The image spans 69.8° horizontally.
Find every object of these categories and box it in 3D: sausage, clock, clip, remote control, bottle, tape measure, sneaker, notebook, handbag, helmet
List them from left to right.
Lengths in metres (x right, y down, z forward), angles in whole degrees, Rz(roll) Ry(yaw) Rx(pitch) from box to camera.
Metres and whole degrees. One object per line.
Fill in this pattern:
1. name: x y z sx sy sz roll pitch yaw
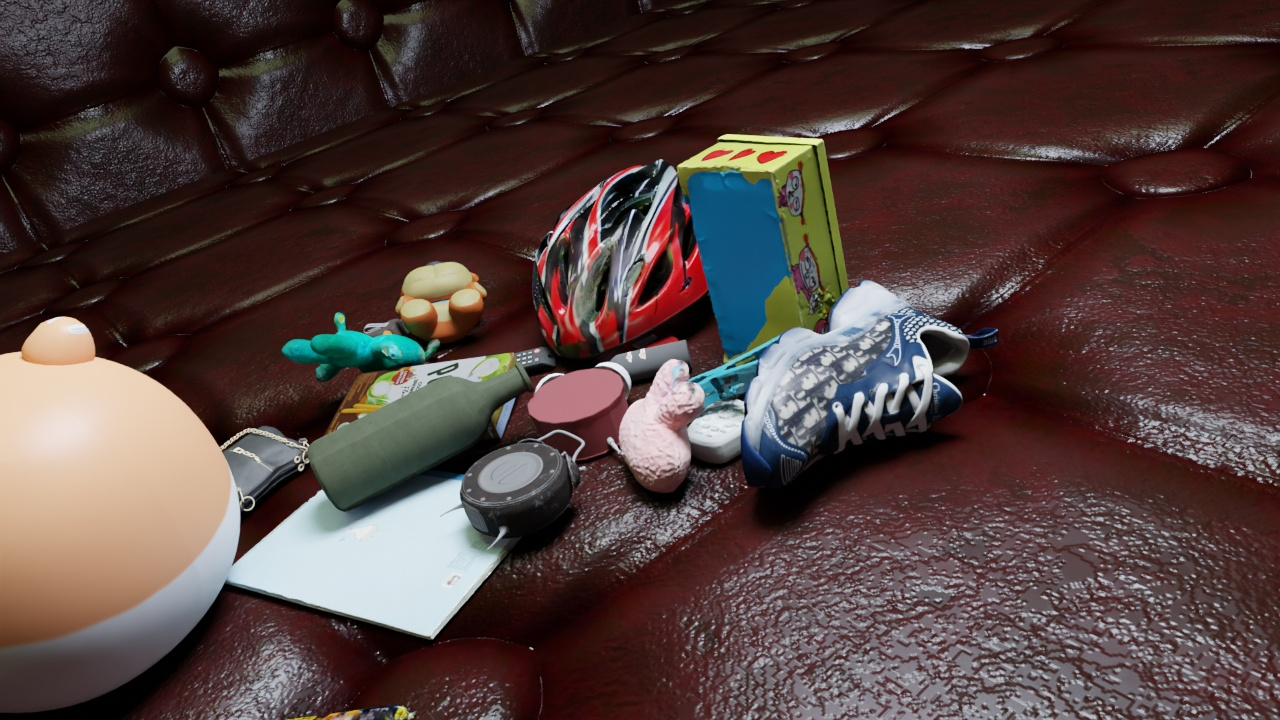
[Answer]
1. handbag: -0.391 0.114 0.927 0.079 0.054 0.128 14 35 25
2. sausage: -0.224 0.249 0.615 0.155 0.020 0.020 -11 28 9
3. tape measure: -0.326 -0.030 1.152 0.059 0.038 0.058 -22 17 -2
4. notebook: -0.219 0.152 0.800 0.254 0.009 0.180 3 32 31
5. bottle: -0.198 0.062 0.849 0.206 0.071 0.071 -27 30 -11
6. remote control: -0.167 0.013 1.021 0.147 0.015 0.033 -14 33 4
7. clock: -0.098 0.107 0.763 0.122 0.044 0.091 -33 34 -31
8. clock: -0.055 0.045 0.872 0.096 0.048 0.137 -12 28 6
9. helmet: -0.019 -0.113 1.043 0.218 0.167 0.271 -7 37 41
10. bottle: -0.006 0.005 0.939 0.113 0.030 0.030 -13 28 6
11. tape measure: 0.010 -0.013 0.976 0.051 0.019 0.059 -27 29 -21
12. clip: 0.068 0.023 0.799 0.120 0.027 0.103 -25 4 30
13. remote control: 0.088 0.050 0.811 0.114 0.028 0.060 -34 33 -32
14. sneaker: 0.188 0.025 0.747 0.132 0.103 0.268 17 38 36

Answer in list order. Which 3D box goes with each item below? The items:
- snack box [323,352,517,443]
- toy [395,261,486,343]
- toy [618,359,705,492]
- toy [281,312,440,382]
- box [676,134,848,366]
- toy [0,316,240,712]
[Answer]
1. snack box: -0.224 0.047 0.956 0.186 0.032 0.100 -7 38 15
2. toy: -0.252 -0.076 1.159 0.112 0.096 0.176 -14 13 -11
3. toy: 0.019 0.054 0.773 0.053 0.105 0.108 14 25 -21
4. toy: -0.308 -0.012 1.034 0.131 0.072 0.193 -10 -10 26
5. box: 0.121 -0.094 0.855 0.079 0.221 0.124 -34 31 -32
6. toy: -0.459 0.117 0.705 0.266 0.281 0.262 13 34 10
